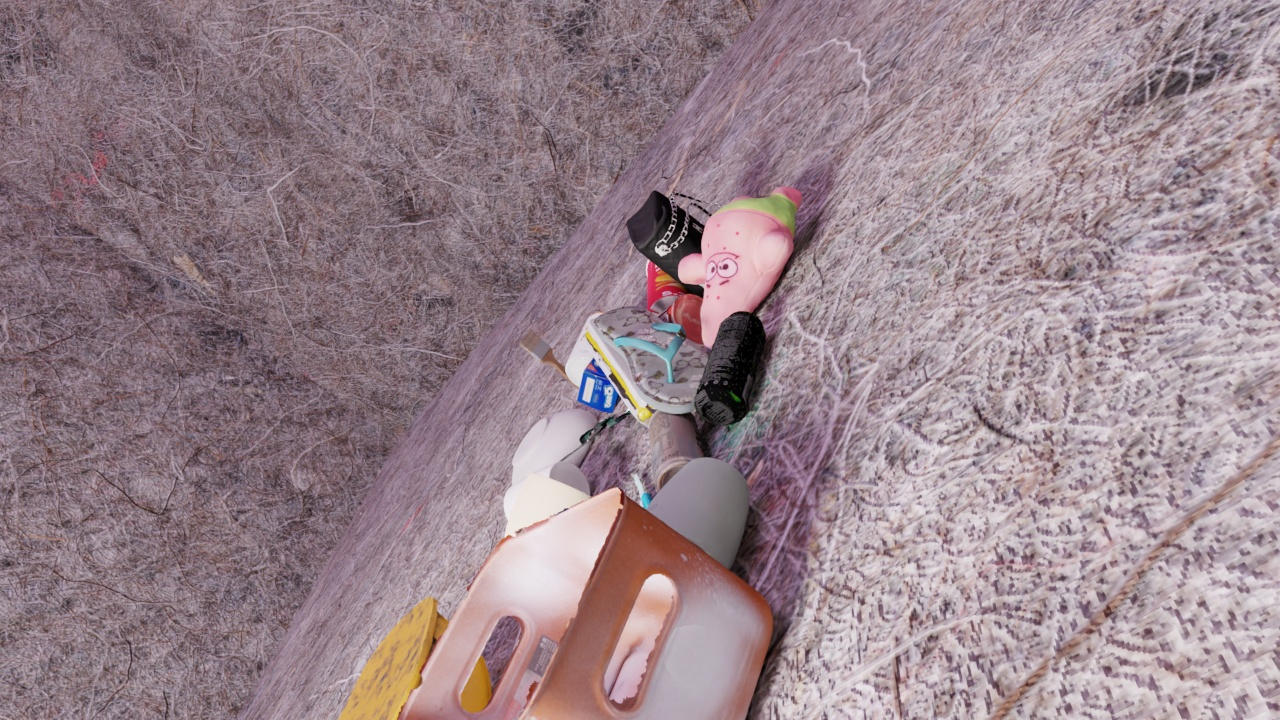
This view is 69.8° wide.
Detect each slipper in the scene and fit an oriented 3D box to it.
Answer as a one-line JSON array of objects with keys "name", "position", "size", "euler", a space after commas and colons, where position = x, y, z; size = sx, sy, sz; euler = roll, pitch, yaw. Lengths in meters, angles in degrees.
[{"name": "slipper", "position": [0.018, -0.023, 1.066], "size": [0.098, 0.055, 0.268], "euler": [-16, 28, -14]}]

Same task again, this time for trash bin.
[{"name": "trash bin", "position": [-0.042, 0.227, 0.675], "size": [0.261, 0.157, 0.181], "euler": [-35, 23, 53]}]

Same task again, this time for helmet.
[{"name": "helmet", "position": [-0.231, 0.385, 0.945], "size": [0.206, 0.131, 0.254], "euler": [-41, 19, 42]}]

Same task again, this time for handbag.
[{"name": "handbag", "position": [0.071, -0.165, 1.266], "size": [0.115, 0.153, 0.125], "euler": [-44, 22, 21]}]

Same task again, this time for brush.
[{"name": "brush", "position": [-0.138, 0.008, 1.517], "size": [0.008, 0.143, 0.045], "euler": [-41, 10, 35]}]

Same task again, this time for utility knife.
[{"name": "utility knife", "position": [0.006, 0.155, 0.983], "size": [0.176, 0.015, 0.022], "euler": [-127, 49, -77]}]

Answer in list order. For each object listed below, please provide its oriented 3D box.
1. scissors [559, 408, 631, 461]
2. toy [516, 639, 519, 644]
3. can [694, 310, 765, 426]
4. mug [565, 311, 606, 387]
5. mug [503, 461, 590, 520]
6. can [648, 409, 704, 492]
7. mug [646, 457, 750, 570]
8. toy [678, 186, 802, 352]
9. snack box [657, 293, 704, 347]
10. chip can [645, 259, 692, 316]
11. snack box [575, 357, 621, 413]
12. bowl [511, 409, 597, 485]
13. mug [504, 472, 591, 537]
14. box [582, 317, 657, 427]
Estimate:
[{"name": "scissors", "position": [-0.033, 0.077, 1.233], "size": [0.201, 0.015, 0.203], "euler": [-35, 1, 0]}, {"name": "toy", "position": [-0.087, 0.263, 0.971], "size": [0.123, 0.038, 0.079], "euler": [-51, 11, 28]}, {"name": "can", "position": [0.096, 0.007, 0.962], "size": [0.054, 0.054, 0.137], "euler": [-40, 20, 43]}, {"name": "mug", "position": [-0.065, -0.013, 1.462], "size": [0.083, 0.082, 0.105], "euler": [-38, 22, 47]}, {"name": "mug", "position": [-0.111, 0.172, 1.197], "size": [0.088, 0.081, 0.114], "euler": [-35, 2, 36]}, {"name": "can", "position": [0.038, 0.095, 0.939], "size": [0.054, 0.054, 0.135], "euler": [-49, 14, 14]}, {"name": "mug", "position": [0.043, 0.147, 0.772], "size": [0.103, 0.084, 0.111], "euler": [-54, -18, -48]}, {"name": "toy", "position": [0.116, -0.112, 1.101], "size": [0.192, 0.096, 0.236], "euler": [-10, 56, 53]}, {"name": "snack box", "position": [0.039, -0.028, 1.190], "size": [0.122, 0.072, 0.072], "euler": [-38, 21, 50]}, {"name": "chip can", "position": [0.043, -0.101, 1.354], "size": [0.069, 0.069, 0.220], "euler": [-48, 15, 18]}, {"name": "snack box", "position": [-0.026, -0.004, 1.287], "size": [0.206, 0.057, 0.056], "euler": [-59, -12, -57]}, {"name": "bowl", "position": [-0.143, 0.138, 1.379], "size": [0.177, 0.066, 0.176], "euler": [-49, 15, 17]}, {"name": "mug", "position": [-0.104, 0.200, 1.079], "size": [0.099, 0.096, 0.120], "euler": [-66, -21, -15]}, {"name": "box", "position": [-0.012, 0.011, 1.131], "size": [0.210, 0.067, 0.070], "euler": [54, 129, 52]}]
